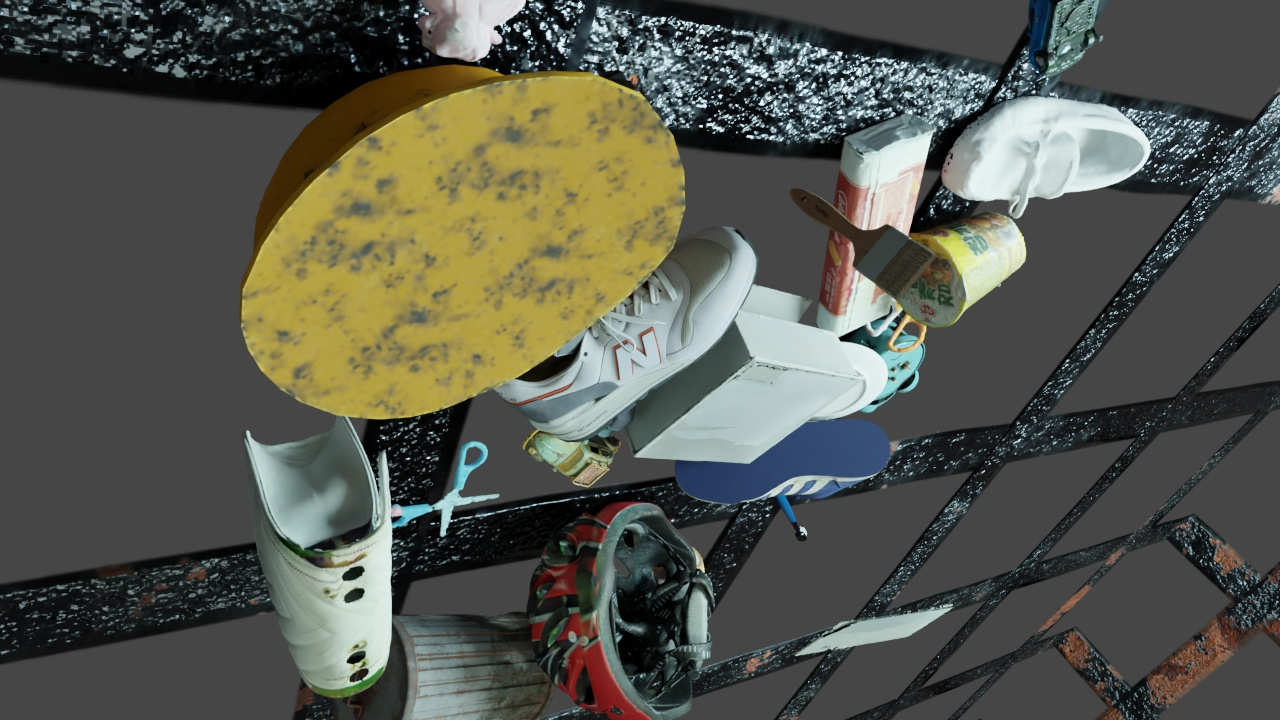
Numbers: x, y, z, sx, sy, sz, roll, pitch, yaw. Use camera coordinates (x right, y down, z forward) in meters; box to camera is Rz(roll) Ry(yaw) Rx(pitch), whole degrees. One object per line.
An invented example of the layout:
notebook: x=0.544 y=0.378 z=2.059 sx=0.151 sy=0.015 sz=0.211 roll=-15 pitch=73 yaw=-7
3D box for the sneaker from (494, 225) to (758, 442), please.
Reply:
sneaker: x=-0.024 y=-0.026 z=0.720 sx=0.240 sy=0.088 sz=0.124 roll=-45 pitch=145 yaw=18

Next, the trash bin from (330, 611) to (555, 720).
trash bin: x=-0.202 y=0.320 z=0.933 sx=0.210 sy=0.130 sz=0.131 roll=15 pitch=121 yaw=-48

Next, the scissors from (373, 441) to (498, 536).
scissors: x=-0.183 y=0.119 z=0.826 sx=0.134 sy=0.015 sz=0.136 roll=-7 pitch=138 yaw=-41

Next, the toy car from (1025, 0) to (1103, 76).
toy car: x=0.346 y=-0.291 z=0.748 sx=0.056 sy=0.043 sz=0.120 roll=-29 pitch=141 yaw=-8

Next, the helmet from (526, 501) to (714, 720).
helmet: x=-0.023 y=0.259 z=0.948 sx=0.167 sy=0.217 sz=0.272 roll=-6 pitch=150 yaw=19

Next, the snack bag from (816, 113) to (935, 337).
snack bag: x=0.209 y=-0.116 z=0.842 sx=0.077 sy=0.041 sz=0.226 roll=-23 pitch=140 yaw=-16

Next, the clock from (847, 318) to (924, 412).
clock: x=0.264 y=0.009 z=1.010 sx=0.090 sy=0.053 sz=0.124 roll=-25 pitch=142 yaw=-11

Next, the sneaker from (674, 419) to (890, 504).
sneaker: x=0.147 y=0.114 z=1.024 sx=0.233 sy=0.091 sz=0.118 roll=-9 pitch=167 yaw=-6

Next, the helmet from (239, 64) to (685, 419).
helmet: x=-0.116 y=-0.092 z=0.540 sx=0.255 sy=0.131 sz=0.205 roll=-28 pitch=143 yaw=-10

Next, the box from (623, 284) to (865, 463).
box: x=0.022 y=-0.072 z=0.943 sx=0.168 sy=0.403 sz=0.172 roll=9 pitch=126 yaw=-44

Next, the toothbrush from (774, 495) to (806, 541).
toothbrush: x=0.195 y=0.200 z=1.198 sx=0.014 sy=0.014 sz=0.168 roll=-7 pitch=145 yaw=20

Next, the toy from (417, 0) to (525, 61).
toy: x=-0.089 y=-0.219 z=0.494 sx=0.063 sy=0.047 sz=0.110 roll=1 pitch=120 yaw=-42

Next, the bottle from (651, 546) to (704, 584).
bottle: x=0.028 y=0.270 z=1.107 sx=0.063 sy=0.063 sz=0.109 roll=12 pitch=123 yaw=-45

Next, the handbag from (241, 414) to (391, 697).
handbag: x=-0.239 y=0.150 z=0.709 sx=0.096 sy=0.142 sz=0.199 roll=-14 pitch=140 yaw=-29

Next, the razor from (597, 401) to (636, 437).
razor: x=-0.005 y=0.005 z=0.805 sx=0.143 sy=0.052 sz=0.047 roll=-54 pitch=153 yaw=17

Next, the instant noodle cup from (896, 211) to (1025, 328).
instant noodle cup: x=0.315 y=-0.096 z=0.901 sx=0.108 sy=0.102 sz=0.102 roll=-26 pitch=143 yaw=-22

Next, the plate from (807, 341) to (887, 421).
plate: x=0.192 y=0.028 z=0.962 sx=0.134 sy=0.011 sz=0.135 roll=-1 pitch=141 yaw=-1

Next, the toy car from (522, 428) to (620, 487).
toy car: x=-0.057 y=0.089 z=0.856 sx=0.047 sy=0.047 sz=0.111 roll=-44 pitch=142 yaw=18

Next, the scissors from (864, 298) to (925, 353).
scissors: x=0.283 y=-0.071 z=0.952 sx=0.130 sy=0.070 sz=0.013 roll=-56 pitch=170 yaw=-3

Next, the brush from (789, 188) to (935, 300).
brush: x=0.168 y=-0.103 z=0.737 sx=0.045 sy=0.143 sz=0.008 roll=-52 pitch=142 yaw=8

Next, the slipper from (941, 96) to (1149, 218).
slipper: x=0.388 y=-0.193 z=0.877 sx=0.246 sy=0.074 sz=0.112 roll=-10 pitch=121 yaw=-27
